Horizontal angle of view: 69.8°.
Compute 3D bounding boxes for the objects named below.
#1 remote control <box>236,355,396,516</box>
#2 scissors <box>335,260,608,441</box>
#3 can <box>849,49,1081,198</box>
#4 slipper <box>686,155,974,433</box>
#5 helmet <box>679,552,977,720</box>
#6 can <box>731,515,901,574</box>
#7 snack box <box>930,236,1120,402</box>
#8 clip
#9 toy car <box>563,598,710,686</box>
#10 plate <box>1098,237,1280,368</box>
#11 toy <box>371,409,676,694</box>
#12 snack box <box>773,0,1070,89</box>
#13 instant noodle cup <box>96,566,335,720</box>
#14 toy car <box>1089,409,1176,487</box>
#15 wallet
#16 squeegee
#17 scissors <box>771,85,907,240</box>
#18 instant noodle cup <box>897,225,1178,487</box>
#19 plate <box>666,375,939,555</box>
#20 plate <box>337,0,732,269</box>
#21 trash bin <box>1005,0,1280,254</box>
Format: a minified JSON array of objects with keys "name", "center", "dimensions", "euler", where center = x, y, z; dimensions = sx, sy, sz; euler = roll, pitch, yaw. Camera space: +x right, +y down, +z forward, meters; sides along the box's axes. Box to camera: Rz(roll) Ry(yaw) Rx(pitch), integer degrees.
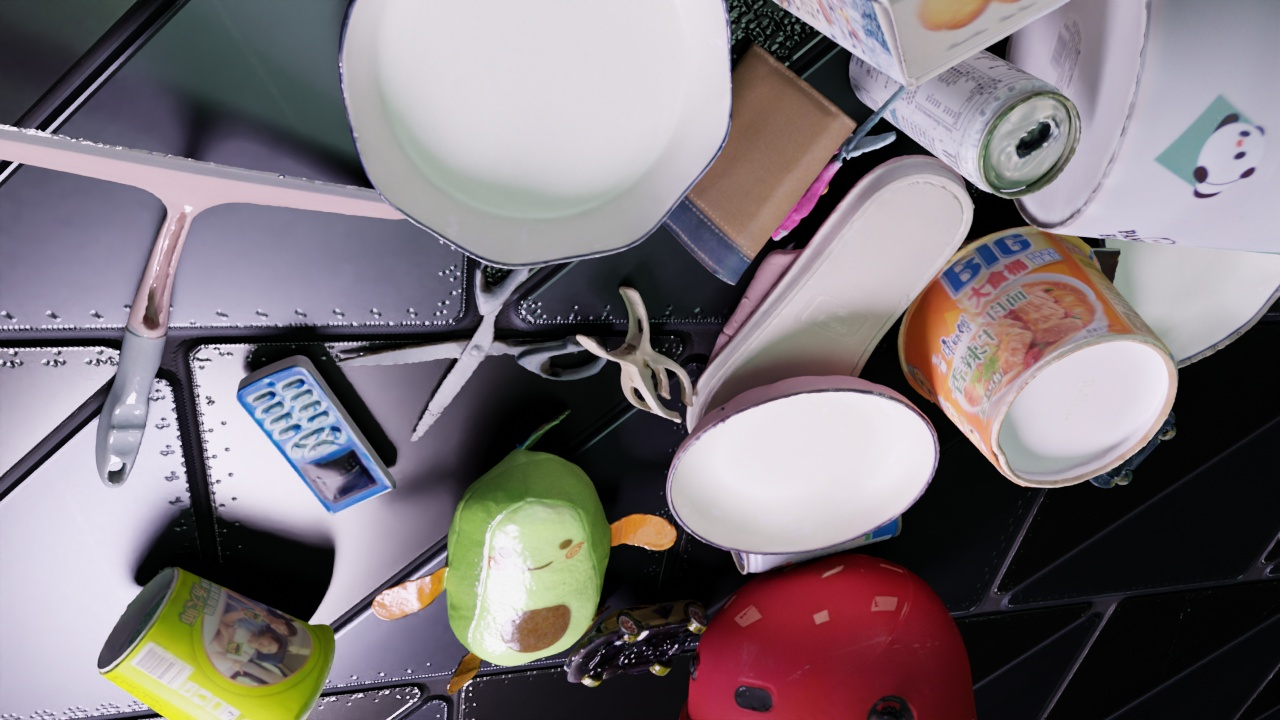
[{"name":"remote control","center":[-0.210,0.051,0.601],"dimensions":[0.049,0.024,0.125],"euler":[-23,127,-1]},{"name":"scissors","center":[-0.106,-0.012,0.596],"dimensions":[0.178,0.014,0.160],"euler":[-5,125,-14]},{"name":"can","center":[0.171,-0.144,0.504],"dimensions":[0.058,0.146,0.058],"euler":[-9,126,-13]},{"name":"slipper","center":[0.117,-0.028,0.627],"dimensions":[0.114,0.054,0.275],"euler":[15,129,-21]},{"name":"helmet","center":[0.149,0.231,0.747],"dimensions":[0.239,0.207,0.144],"euler":[2,88,-28]},{"name":"can","center":[0.141,0.135,0.754],"dimensions":[0.134,0.053,0.053],"euler":[-13,127,-9]},{"name":"snack box","center":[0.269,-0.034,0.673],"dimensions":[0.125,0.053,0.113],"euler":[-12,127,-10]},{"name":"clip","center":[0.000,0.000,0.620],"dimensions":[0.070,0.035,0.100],"euler":[-50,126,-18]},{"name":"toy car","center":[-0.002,0.232,0.765],"dimensions":[0.158,0.042,0.070],"euler":[11,123,-49]},{"name":"plate","center":[0.407,-0.104,0.678],"dimensions":[0.162,0.034,0.266],"euler":[-29,128,4]},{"name":"toy","center":[-0.082,0.156,0.677],"dimensions":[0.226,0.090,0.247],"euler":[-14,132,-20]},{"name":"snack box","center":[0.155,-0.214,0.425],"dimensions":[0.178,0.182,0.046],"euler":[-29,127,3]},{"name":"instant noodle cup","center":[-0.299,0.207,0.642],"dimensions":[0.112,0.111,0.123],"euler":[-40,118,13]},{"name":"toy car","center":[0.432,0.073,0.814],"dimensions":[0.043,0.034,0.091],"euler":[25,112,-28]},{"name":"wallet","center":[0.058,-0.114,0.531],"dimensions":[0.033,0.090,0.115],"euler":[9,124,-51]},{"name":"squeegee","center":[-0.278,-0.020,0.520],"dimensions":[0.247,0.040,0.250],"euler":[4,131,-41]},{"name":"scissors","center":[0.117,-0.124,0.523],"dimensions":[0.017,0.118,0.134],"euler":[31,138,-10]},{"name":"instant noodle cup","center":[0.262,0.004,0.601],"dimensions":[0.151,0.111,0.152],"euler":[-5,126,-8]},{"name":"plate","center":[0.112,0.072,0.657],"dimensions":[0.192,0.039,0.193],"euler":[-3,136,-3]},{"name":"plate","center":[-0.053,-0.149,0.490],"dimensions":[0.204,0.045,0.205],"euler":[-7,123,-11]},{"name":"trash bin","center":[0.349,-0.156,0.483],"dimensions":[0.252,0.229,0.230],"euler":[1,126,2]}]
